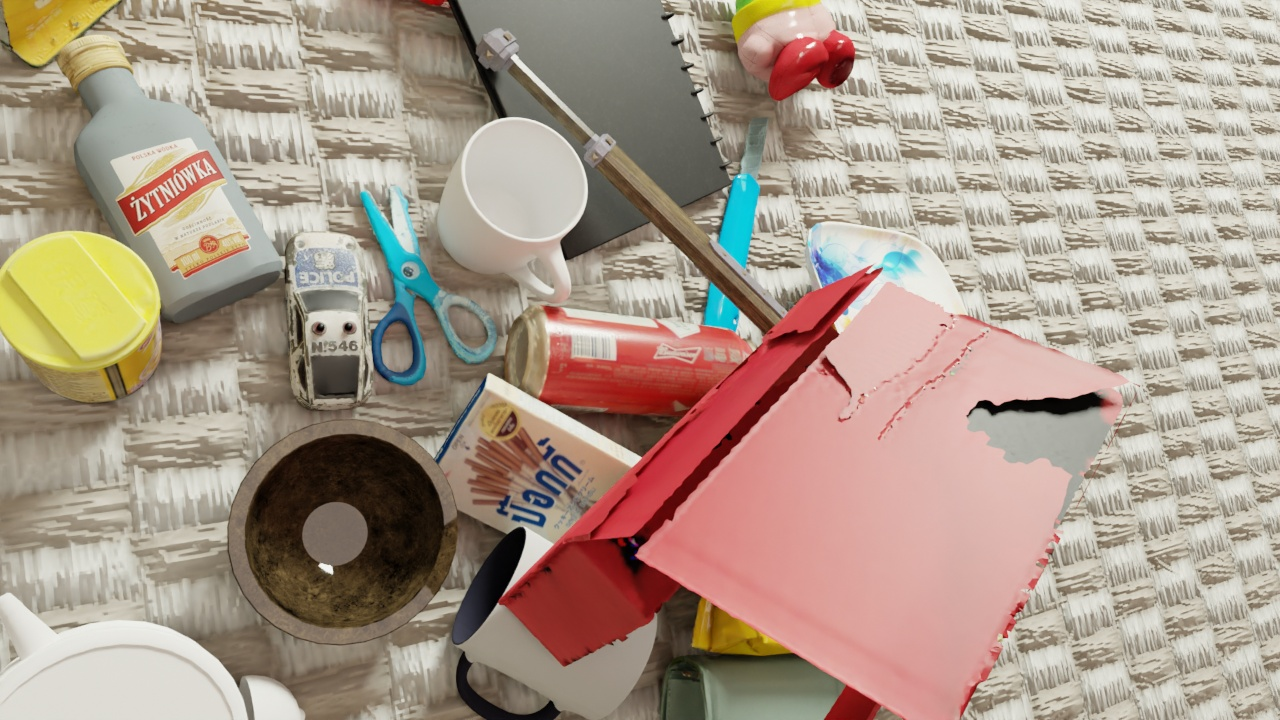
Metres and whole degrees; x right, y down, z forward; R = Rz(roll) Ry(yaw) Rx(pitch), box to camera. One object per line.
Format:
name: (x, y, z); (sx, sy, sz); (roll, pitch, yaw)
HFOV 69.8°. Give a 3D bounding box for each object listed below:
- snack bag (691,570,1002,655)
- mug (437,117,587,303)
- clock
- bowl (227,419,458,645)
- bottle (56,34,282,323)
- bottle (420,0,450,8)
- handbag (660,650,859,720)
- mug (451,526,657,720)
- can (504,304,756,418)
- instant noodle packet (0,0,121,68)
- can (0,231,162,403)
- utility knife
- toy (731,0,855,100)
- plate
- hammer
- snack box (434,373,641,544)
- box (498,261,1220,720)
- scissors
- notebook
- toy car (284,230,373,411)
snack bag: (0.139, 0.127, 0.652); (0.247, 0.068, 0.159); (8, 64, -25)
mug: (-0.081, -0.086, 0.594); (0.080, 0.088, 0.114); (-26, 90, -29)
clock: (-0.263, 0.196, 0.456); (0.161, 0.073, 0.125); (31, 66, -24)
bowl: (-0.171, 0.098, 0.524); (0.121, 0.056, 0.121); (6, 75, -25)
bottle: (-0.277, -0.107, 0.527); (0.072, 0.046, 0.161); (-30, 92, -29)
bottle: (-0.134, -0.265, 0.641); (0.118, 0.036, 0.036); (3, 76, -26)
handbag: (0.080, 0.246, 0.605); (0.121, 0.067, 0.106); (7, 70, -26)
mug: (-0.061, 0.172, 0.556); (0.097, 0.078, 0.112); (35, 93, -15)
can: (-0.004, 0.004, 0.623); (0.170, 0.067, 0.067); (6, 75, -25)
instant noodle packet: (-0.290, -0.268, 0.460); (0.084, 0.222, 0.162); (41, 65, -16)
can: (-0.282, -0.019, 0.469); (0.067, 0.105, 0.067); (6, 75, -25)
utility knife: (0.077, -0.103, 0.717); (0.031, 0.015, 0.209); (21, 73, -24)
toy: (0.120, -0.284, 0.744); (0.124, 0.097, 0.131); (-25, 67, -33)
plate: (0.208, -0.023, 0.729); (0.186, 0.016, 0.186); (0, 64, -39)
hammer: (0.010, -0.104, 0.627); (0.317, 0.028, 0.146); (43, 32, -12)
snack box: (-0.053, 0.079, 0.580); (0.150, 0.026, 0.082); (31, 105, -17)
box: (0.071, 0.048, 0.432); (0.210, 0.316, 0.124); (-42, 109, -35)
scissors: (-0.158, -0.050, 0.592); (0.090, 0.014, 0.141); (-31, 95, -26)
notebook: (-0.033, -0.210, 0.665); (0.168, 0.019, 0.231); (-29, 102, -28)
toy car: (-0.188, -0.026, 0.554); (0.048, 0.041, 0.112); (-3, 78, -28)
